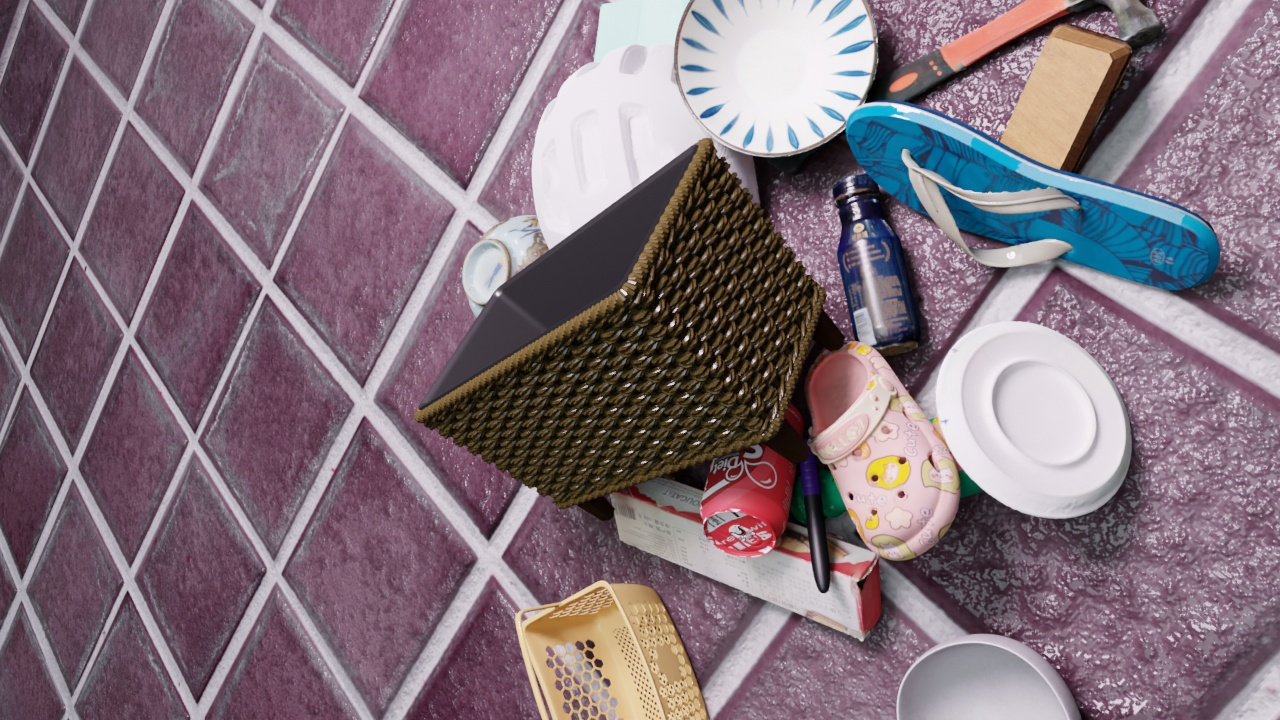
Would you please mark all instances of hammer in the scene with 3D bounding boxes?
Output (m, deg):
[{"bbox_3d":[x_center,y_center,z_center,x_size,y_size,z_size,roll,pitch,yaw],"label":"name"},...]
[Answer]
[{"bbox_3d":[0.252,-0.254,0.802,0.334,0.033,0.133,-25,73,32],"label":"hammer"}]

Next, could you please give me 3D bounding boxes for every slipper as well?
[{"bbox_3d":[0.173,0.057,0.716,0.093,0.081,0.197,-40,45,28],"label":"slipper"},{"bbox_3d":[0.283,-0.114,0.714,0.295,0.118,0.060,28,74,27],"label":"slipper"}]

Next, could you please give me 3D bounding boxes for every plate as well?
[{"bbox_3d":[0.296,0.039,0.682,0.014,0.156,0.157,113,139,-64],"label":"plate"}]

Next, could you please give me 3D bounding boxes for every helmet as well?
[{"bbox_3d":[-0.002,-0.190,0.912,0.225,0.184,0.281,-11,64,24],"label":"helmet"}]

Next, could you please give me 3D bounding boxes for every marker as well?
[{"bbox_3d":[0.147,0.130,0.775,0.018,0.015,0.133,111,160,-62],"label":"marker"}]

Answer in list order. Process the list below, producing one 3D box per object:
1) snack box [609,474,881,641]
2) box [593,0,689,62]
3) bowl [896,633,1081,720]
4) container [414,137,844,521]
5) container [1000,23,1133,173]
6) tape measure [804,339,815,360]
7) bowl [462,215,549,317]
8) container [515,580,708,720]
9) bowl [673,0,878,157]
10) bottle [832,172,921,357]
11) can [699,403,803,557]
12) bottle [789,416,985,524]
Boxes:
[{"bbox_3d":[0.090,0.170,0.853,0.273,0.044,0.077,15,129,37],"label":"snack box"},{"bbox_3d":[-0.002,-0.305,0.995,0.136,0.033,0.186,4,87,31],"label":"box"},{"bbox_3d":[0.273,0.279,0.711,0.132,0.064,0.131,-4,83,35],"label":"bowl"},{"bbox_3d":[-0.005,0.004,0.778,0.322,0.205,0.176,-26,29,47],"label":"container"},{"bbox_3d":[0.321,-0.196,0.706,0.063,0.061,0.114,28,117,22],"label":"container"},{"bbox_3d":[0.134,-0.019,0.869,0.062,0.020,0.060,38,107,33],"label":"tape measure"},{"bbox_3d":[-0.141,-0.093,1.030,0.160,0.093,0.160,-4,84,35],"label":"bowl"},{"bbox_3d":[-0.035,0.312,0.868,0.129,0.166,0.183,-35,66,28],"label":"container"},{"bbox_3d":[0.120,-0.272,0.834,0.177,0.070,0.177,1,98,5],"label":"bowl"},{"bbox_3d":[0.203,-0.084,0.803,0.056,0.056,0.160,-17,76,33],"label":"bottle"},{"bbox_3d":[0.100,0.097,0.811,0.075,0.074,0.142,-18,35,33],"label":"can"},{"bbox_3d":[0.218,0.093,0.767,0.210,0.068,0.068,-26,70,39],"label":"bottle"}]
